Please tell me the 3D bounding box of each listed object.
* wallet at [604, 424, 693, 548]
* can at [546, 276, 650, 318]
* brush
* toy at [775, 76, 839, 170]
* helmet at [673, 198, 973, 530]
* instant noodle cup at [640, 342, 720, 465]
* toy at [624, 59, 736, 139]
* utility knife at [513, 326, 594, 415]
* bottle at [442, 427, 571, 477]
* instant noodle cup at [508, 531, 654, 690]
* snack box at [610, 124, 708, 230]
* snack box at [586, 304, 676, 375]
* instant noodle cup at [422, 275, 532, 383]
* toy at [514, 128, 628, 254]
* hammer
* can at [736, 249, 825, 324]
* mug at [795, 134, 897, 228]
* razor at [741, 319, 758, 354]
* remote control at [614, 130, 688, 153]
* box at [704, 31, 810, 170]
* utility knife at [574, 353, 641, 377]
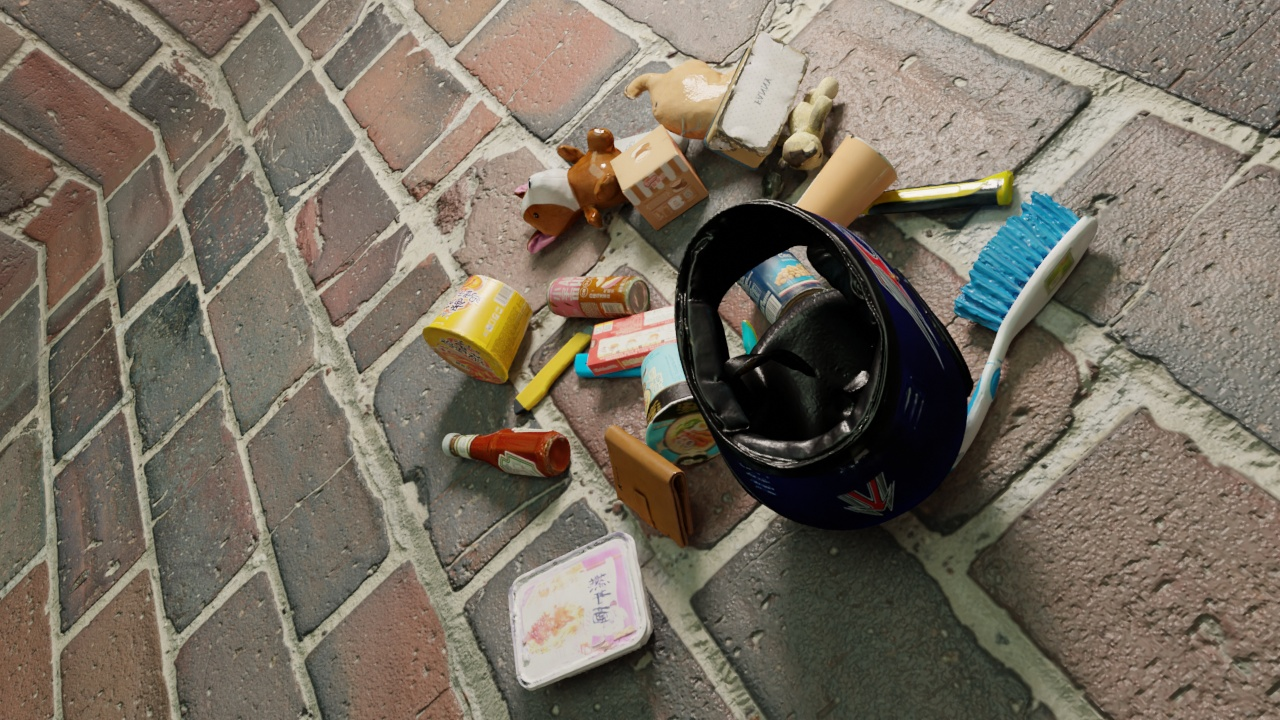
[{"bbox_3d":[0.009,0.143,1.053,0.031,0.108,0.132,-25,34,-26],"label":"wallet"},{"bbox_3d":[-0.060,-0.088,1.276,0.147,0.058,0.057,4,64,37],"label":"can"},{"bbox_3d":[0.365,-0.032,0.945,0.314,0.060,0.109,-52,50,0],"label":"brush"},{"bbox_3d":[0.226,-0.313,1.212,0.105,0.066,0.156,-23,37,51],"label":"toy"},{"bbox_3d":[0.180,0.013,0.908,0.248,0.240,0.315,-32,58,20],"label":"helmet"},{"bbox_3d":[0.048,0.045,1.090,0.111,0.111,0.120,-33,40,14],"label":"instant noodle cup"},{"bbox_3d":[0.078,-0.372,1.304,0.226,0.083,0.143,7,51,13],"label":"toy"},{"bbox_3d":[-0.118,0.013,1.283,0.170,0.015,0.033,-47,52,0],"label":"utility knife"},{"bbox_3d":[-0.186,0.120,1.235,0.206,0.060,0.059,1,63,36],"label":"bottle"},{"bbox_3d":[-0.061,0.287,1.036,0.174,0.060,0.137,-27,50,17],"label":"instant noodle cup"},{"bbox_3d":[0.026,-0.258,1.298,0.093,0.094,0.077,-33,48,14],"label":"snack box"},{"bbox_3d":[0.006,-0.029,1.197,0.153,0.025,0.075,-13,46,23],"label":"snack box"},{"bbox_3d":[-0.229,-0.049,1.328,0.138,0.138,0.109,7,59,38],"label":"instant noodle cup"},{"bbox_3d":[-0.109,-0.255,1.384,0.200,0.130,0.140,-23,63,33],"label":"toy"},{"bbox_3d":[0.281,-0.188,1.116,0.324,0.032,0.126,0,63,35],"label":"hammer"},{"bbox_3d":[0.170,-0.086,1.099,0.075,0.075,0.111,-40,47,8],"label":"can"},{"bbox_3d":[0.232,-0.194,1.082,0.123,0.078,0.078,-48,46,4],"label":"mug"},{"bbox_3d":[0.131,0.010,1.097,0.043,0.028,0.132,-42,39,51],"label":"razor"},{"bbox_3d":[0.011,-0.323,1.403,0.135,0.019,0.056,-6,59,33],"label":"remote control"},{"bbox_3d":[0.157,-0.350,1.216,0.184,0.090,0.060,-64,6,-17],"label":"box"},{"bbox_3d":[-0.007,0.007,1.206,0.199,0.018,0.034,0,62,34],"label":"utility knife"}]
